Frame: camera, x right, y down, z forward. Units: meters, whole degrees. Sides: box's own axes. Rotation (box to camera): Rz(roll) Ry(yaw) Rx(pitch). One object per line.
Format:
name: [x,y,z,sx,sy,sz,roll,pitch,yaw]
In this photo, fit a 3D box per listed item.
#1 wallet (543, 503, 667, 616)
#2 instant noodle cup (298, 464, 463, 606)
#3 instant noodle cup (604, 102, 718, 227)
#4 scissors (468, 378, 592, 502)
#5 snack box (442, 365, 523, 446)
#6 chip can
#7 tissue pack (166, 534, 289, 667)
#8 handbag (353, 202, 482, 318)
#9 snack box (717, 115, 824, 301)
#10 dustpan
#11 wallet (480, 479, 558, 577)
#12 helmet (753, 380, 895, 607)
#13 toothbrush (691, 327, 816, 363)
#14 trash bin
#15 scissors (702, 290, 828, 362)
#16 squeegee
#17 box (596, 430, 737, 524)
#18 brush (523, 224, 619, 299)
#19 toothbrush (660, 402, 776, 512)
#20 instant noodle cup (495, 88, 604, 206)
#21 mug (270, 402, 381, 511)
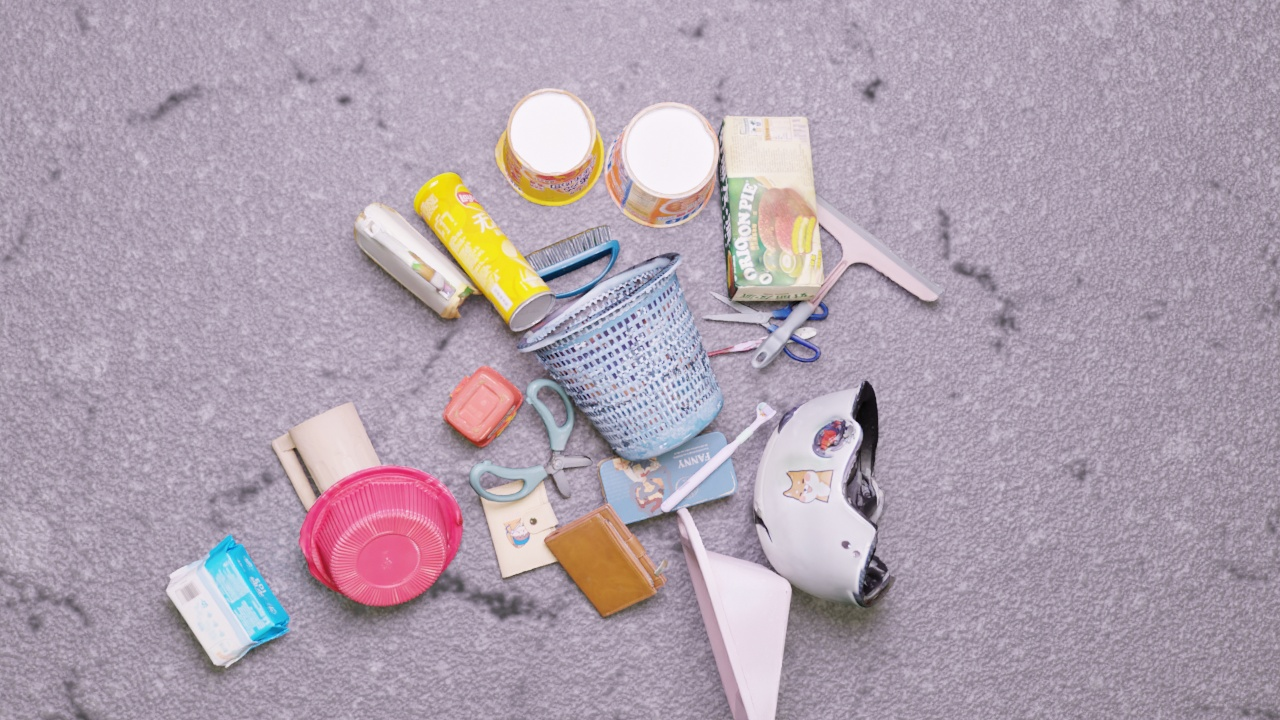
wallet: [-0.040,0.251,1.154,0.119,0.035,0.130,-31,102,20]
instant noodle cup: [-0.307,0.225,1.106,0.193,0.066,0.194,-8,116,-17]
instant noodle cup: [0.031,-0.255,1.175,0.151,0.111,0.151,0,87,-6]
scissors: [-0.142,0.116,1.149,0.179,0.019,0.170,-26,115,-25]
snack box: [-0.201,0.057,1.156,0.082,0.080,0.091,39,85,-2]
chip can: [-0.195,-0.136,1.140,0.072,0.072,0.213,-38,74,-6]
tissue pack: [-0.504,0.296,1.126,0.090,0.063,0.140,-34,89,-4]
handbag: [-0.276,-0.118,1.109,0.163,0.179,0.063,41,90,-4]
snack box: [0.165,-0.196,1.183,0.114,0.063,0.239,-2,74,-5]
dustpan: [0.089,0.325,1.106,0.139,0.223,0.273,11,81,-3]
wallet: [-0.151,0.212,1.182,0.087,0.024,0.115,-16,86,-9]
helmet: [0.219,0.165,1.131,0.157,0.230,0.273,-7,63,18]
toothbrush: [0.146,-0.018,1.223,0.187,0.017,0.016,-13,71,-8]
trash bin: [-0.007,0.007,1.123,0.226,0.226,0.195,-31,103,-6]
scissors: [0.175,-0.058,1.222,0.156,0.012,0.165,-37,77,-17]
squeegee: [0.223,-0.077,1.205,0.247,0.040,0.249,40,75,8]
box: [0.039,0.149,1.184,0.184,0.059,0.090,-17,90,-4]
brush: [-0.092,-0.120,1.185,0.144,0.055,0.073,-23,87,-6]
toothbrush: [0.096,0.123,1.153,0.189,0.029,0.021,-43,129,-5]
instant noodle cup: [-0.113,-0.274,1.164,0.138,0.110,0.138,0,88,-4]
mug: [-0.391,0.124,1.143,0.125,0.084,0.103,-26,91,18]
